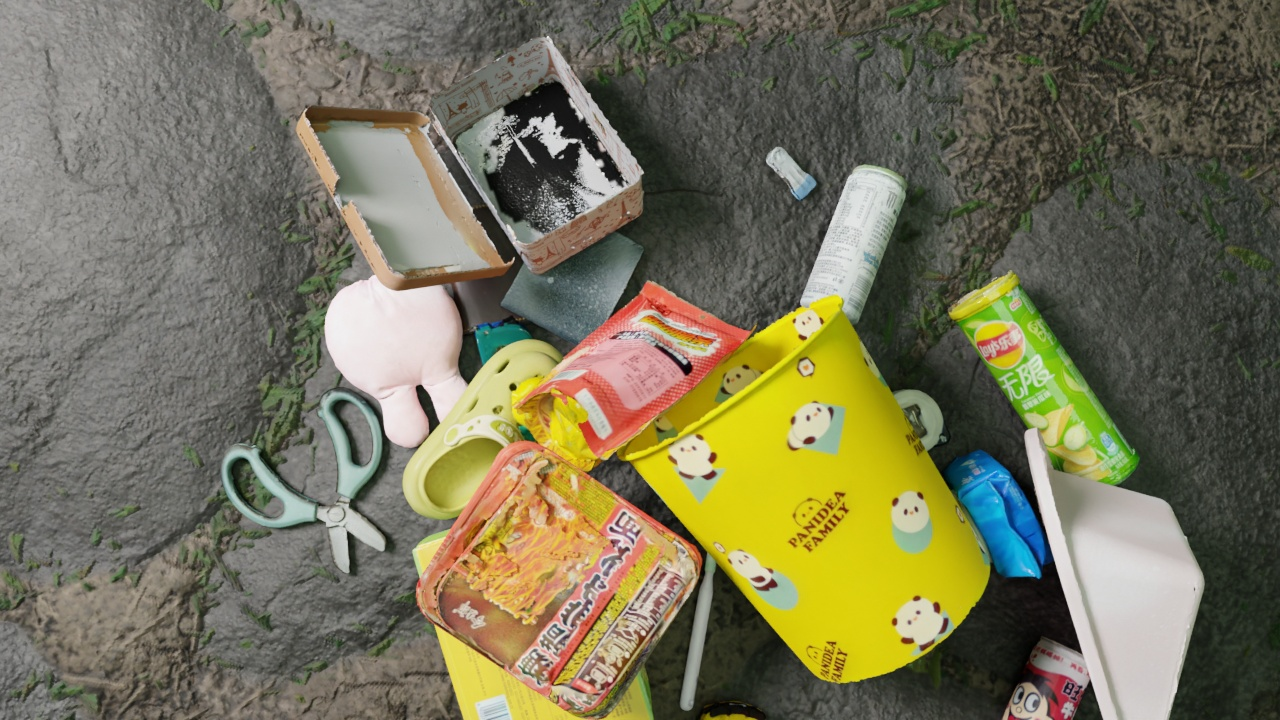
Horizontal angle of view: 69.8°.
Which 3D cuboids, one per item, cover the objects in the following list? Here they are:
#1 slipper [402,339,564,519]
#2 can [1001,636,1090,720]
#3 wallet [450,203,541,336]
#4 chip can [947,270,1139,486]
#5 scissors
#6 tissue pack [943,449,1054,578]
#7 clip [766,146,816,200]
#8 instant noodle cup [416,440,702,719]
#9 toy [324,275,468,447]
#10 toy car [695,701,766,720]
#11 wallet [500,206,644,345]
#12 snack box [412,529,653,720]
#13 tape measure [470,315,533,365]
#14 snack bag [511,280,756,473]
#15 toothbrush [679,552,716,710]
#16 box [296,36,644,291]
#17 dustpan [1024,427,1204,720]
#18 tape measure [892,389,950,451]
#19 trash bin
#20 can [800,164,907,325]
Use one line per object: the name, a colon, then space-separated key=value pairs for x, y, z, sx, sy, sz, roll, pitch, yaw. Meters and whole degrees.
slipper: x=-0.126 y=0.071 z=0.814 sx=0.190 sy=0.082 sz=0.091 roll=-48 pitch=126 yaw=-8
can: x=0.373 y=0.330 z=0.858 sx=0.053 sy=0.053 sz=0.132 roll=28 pitch=83 yaw=-2
wallet: x=-0.134 y=-0.091 z=0.871 sx=0.096 sy=0.020 sz=0.122 roll=-12 pitch=85 yaw=-10
chip can: x=0.385 y=0.025 z=0.876 sx=0.072 sy=0.072 sz=0.221 roll=-33 pitch=88 yaw=-7
scissors: x=-0.286 y=0.100 z=0.842 sx=0.172 sy=0.019 sz=0.179 roll=33 pitch=82 yaw=0
tissue pack: x=0.316 y=0.137 z=0.822 sx=0.052 sy=0.157 sz=0.095 roll=-29 pitch=88 yaw=11
clip: x=0.148 y=-0.186 z=0.902 sx=0.024 sy=0.029 sz=0.057 roll=-44 pitch=96 yaw=-5
instant noodle cup: x=-0.066 y=0.172 z=0.737 sx=0.189 sy=0.079 sz=0.164 roll=35 pitch=87 yaw=-3
toy: x=-0.216 y=-0.002 z=0.839 sx=0.121 sy=0.054 sz=0.159 roll=-20 pitch=96 yaw=-3
toy car: x=0.081 y=0.389 z=0.836 sx=0.071 sy=0.041 sz=0.155 roll=8 pitch=86 yaw=-4
wallet: x=-0.062 y=-0.080 z=0.867 sx=0.097 sy=0.019 sz=0.120 roll=29 pitch=75 yaw=-7
snack box: x=-0.091 y=0.234 z=0.811 sx=0.157 sy=0.070 sz=0.210 roll=-17 pitch=90 yaw=-2
tape measure: x=-0.124 y=-0.010 z=0.851 sx=0.054 sy=0.025 sz=0.058 roll=-14 pitch=117 yaw=-9
snack bag: x=-0.005 y=0.005 z=0.801 sx=0.129 sy=0.073 sz=0.207 roll=24 pitch=47 yaw=31
toothbrush: x=0.056 y=0.231 z=0.858 sx=0.029 sy=0.021 sz=0.189 roll=12 pitch=85 yaw=-36
box: x=-0.141 y=-0.164 z=0.806 sx=0.273 sy=0.124 sz=0.178 roll=-25 pitch=75 yaw=-28
dustpan: x=0.372 y=0.202 z=0.785 sx=0.139 sy=0.222 sz=0.274 roll=12 pitch=104 yaw=18
tape measure: x=0.255 y=0.061 z=0.882 sx=0.065 sy=0.033 sz=0.066 roll=-24 pitch=88 yaw=-8
trash bin: x=0.146 y=0.112 z=0.782 sx=0.229 sy=0.230 sz=0.255 roll=-37 pitch=95 yaw=-7
can: x=0.205 y=-0.110 z=0.880 sx=0.058 sy=0.058 sz=0.146 roll=22 pitch=83 yaw=-3
